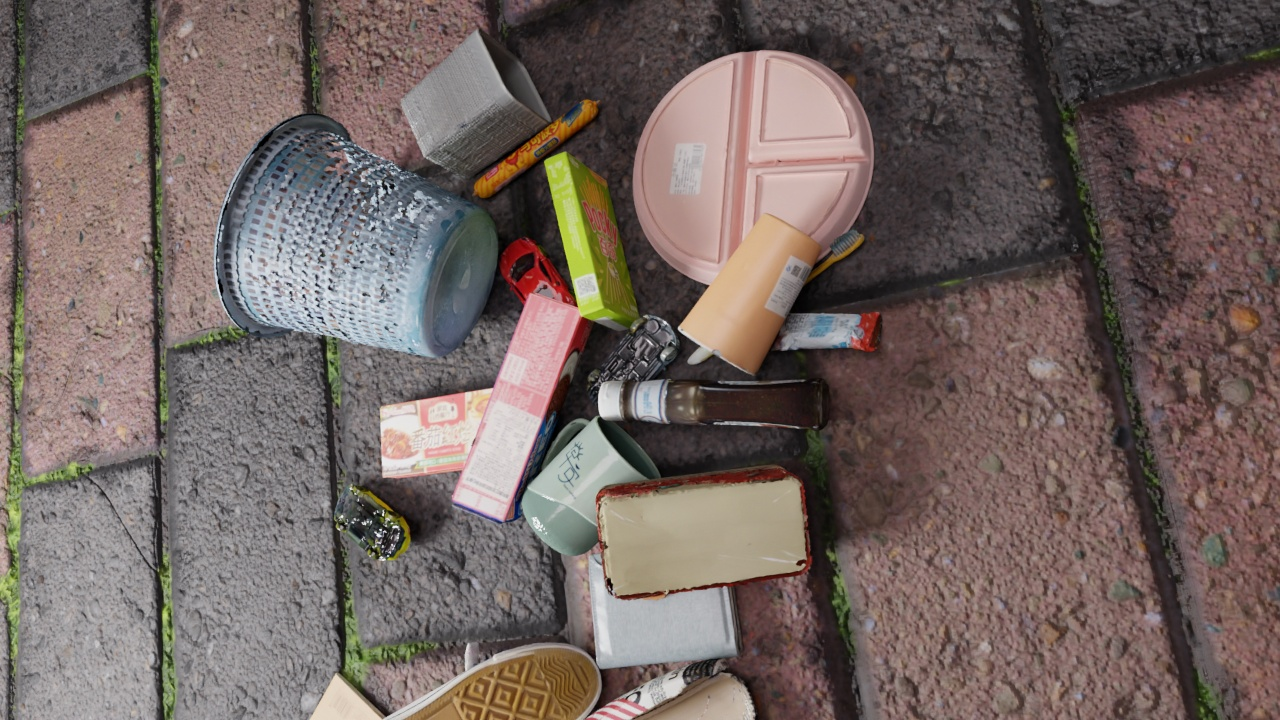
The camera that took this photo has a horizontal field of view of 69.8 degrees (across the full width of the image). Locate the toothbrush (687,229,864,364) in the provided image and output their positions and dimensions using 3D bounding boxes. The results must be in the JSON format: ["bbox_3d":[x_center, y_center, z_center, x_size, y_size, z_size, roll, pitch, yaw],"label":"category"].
[{"bbox_3d":[0.116,-0.055,0.816,0.192,0.018,0.016,-36,32,14],"label":"toothbrush"}]

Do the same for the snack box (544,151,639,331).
[{"bbox_3d":[-0.044,-0.109,0.855,0.026,0.085,0.156,-19,74,20],"label":"snack box"}]

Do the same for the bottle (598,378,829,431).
[{"bbox_3d":[0.060,0.036,0.788,0.195,0.079,0.044,0,88,17],"label":"bottle"}]

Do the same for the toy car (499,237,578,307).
[{"bbox_3d":[-0.103,-0.076,0.904,0.049,0.031,0.106,-39,68,11],"label":"toy car"}]

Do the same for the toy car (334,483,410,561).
[{"bbox_3d":[-0.271,0.164,0.933,0.105,0.032,0.048,26,92,35],"label":"toy car"}]

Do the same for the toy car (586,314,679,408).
[{"bbox_3d":[-0.005,0.005,0.850,0.049,0.031,0.106,44,103,18],"label":"toy car"}]

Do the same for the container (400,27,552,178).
[{"bbox_3d":[-0.169,-0.254,0.929,0.114,0.090,0.090,-32,71,18],"label":"container"}]

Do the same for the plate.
[{"bbox_3d":[0.096,-0.180,0.842,0.230,0.028,0.229,-4,81,22],"label":"plate"}]

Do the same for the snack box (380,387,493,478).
[{"bbox_3d":[-0.190,0.073,0.917,0.153,0.025,0.075,-9,79,21],"label":"snack box"}]

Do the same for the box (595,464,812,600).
[{"bbox_3d":[0.049,0.136,0.742,0.168,0.078,0.091,-7,91,-5],"label":"box"}]

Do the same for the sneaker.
[{"bbox_3d":[-0.150,0.321,0.831,0.241,0.088,0.118,-24,85,-5],"label":"sneaker"}]

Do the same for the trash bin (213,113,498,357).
[{"bbox_3d":[-0.254,-0.100,0.886,0.195,0.226,0.226,19,89,10],"label":"trash bin"}]

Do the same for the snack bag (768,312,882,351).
[{"bbox_3d":[0.157,-0.025,0.790,0.105,0.026,0.045,1,57,25],"label":"snack bag"}]

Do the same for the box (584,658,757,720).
[{"bbox_3d":[0.018,0.313,0.770,0.162,0.075,0.087,-34,76,12],"label":"box"}]

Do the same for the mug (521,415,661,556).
[{"bbox_3d":[-0.053,0.106,0.831,0.106,0.082,0.111,-45,48,10],"label":"mug"}]

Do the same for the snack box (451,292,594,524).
[{"bbox_3d":[-0.108,0.044,0.846,0.058,0.057,0.207,20,88,10],"label":"snack box"}]

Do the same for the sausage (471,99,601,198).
[{"bbox_3d":[-0.107,-0.214,0.932,0.165,0.021,0.021,-34,71,13],"label":"sausage"}]

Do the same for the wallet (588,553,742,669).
[{"bbox_3d":[0.018,0.211,0.805,0.130,0.037,0.106,-11,78,19],"label":"wallet"}]

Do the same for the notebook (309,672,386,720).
[{"bbox_3d":[-0.303,0.443,0.911,0.149,0.012,0.211,31,94,24],"label":"notebook"}]

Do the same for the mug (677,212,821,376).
[{"bbox_3d":[0.097,-0.058,0.776,0.078,0.078,0.123,35,98,23],"label":"mug"}]
